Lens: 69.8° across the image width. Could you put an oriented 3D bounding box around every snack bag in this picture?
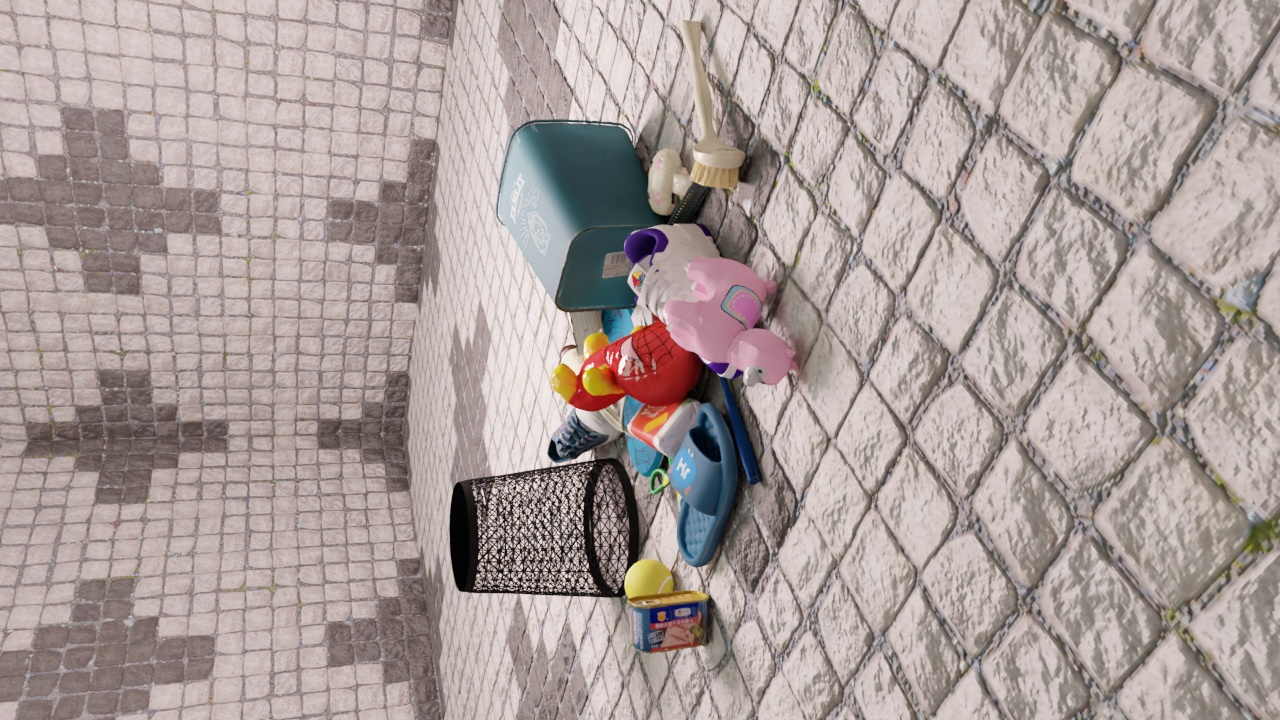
[{"bbox_3d":[0.034,0.078,1.171,0.077,0.036,0.116,-51,22,-8],"label":"snack bag"}]

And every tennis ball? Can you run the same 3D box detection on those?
[{"bbox_3d":[0.011,0.298,1.223,0.065,0.065,0.065,180,90,-68],"label":"tennis ball"}]

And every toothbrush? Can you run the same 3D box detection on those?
[{"bbox_3d":[0.105,0.058,1.061,0.017,0.016,0.189,107,154,-53],"label":"toothbrush"}]

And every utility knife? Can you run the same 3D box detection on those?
[{"bbox_3d":[0.058,-0.188,1.170,0.029,0.020,0.204,49,138,16],"label":"utility knife"}]

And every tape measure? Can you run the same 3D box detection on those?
[{"bbox_3d":[0.009,-0.057,1.259,0.060,0.020,0.062,116,145,-48],"label":"tape measure"}]

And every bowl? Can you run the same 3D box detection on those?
[{"bbox_3d":[-0.087,-0.100,1.440,0.177,0.071,0.177,164,92,-86],"label":"bowl"}]

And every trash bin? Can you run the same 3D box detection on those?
[{"bbox_3d":[-0.156,0.261,1.403,0.217,0.243,0.217,180,90,-68],"label":"trash bin"},{"bbox_3d":[-0.076,-0.199,1.305,0.218,0.198,0.197,63,147,37],"label":"trash bin"}]

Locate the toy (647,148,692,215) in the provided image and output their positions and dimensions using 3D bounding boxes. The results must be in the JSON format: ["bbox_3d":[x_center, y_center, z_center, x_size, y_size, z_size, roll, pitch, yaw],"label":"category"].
[{"bbox_3d":[0.036,-0.233,1.202,0.112,0.050,0.087,-134,47,-66],"label":"toy"}]

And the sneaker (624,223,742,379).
[{"bbox_3d":[0.047,-0.079,1.080,0.244,0.111,0.092,-111,30,-43],"label":"sneaker"}]

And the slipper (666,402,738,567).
[{"bbox_3d":[0.070,0.154,1.092,0.104,0.059,0.214,-131,44,-56],"label":"slipper"}]

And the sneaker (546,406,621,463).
[{"bbox_3d":[-0.093,0.118,1.435,0.087,0.079,0.236,42,158,-1],"label":"sneaker"}]

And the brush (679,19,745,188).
[{"bbox_3d":[0.076,-0.312,1.100,0.078,0.062,0.271,128,142,-50],"label":"brush"}]

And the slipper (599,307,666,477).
[{"bbox_3d":[-0.022,0.022,1.303,0.118,0.060,0.294,-47,49,44],"label":"slipper"}]

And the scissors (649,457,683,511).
[{"bbox_3d":[0.047,0.160,1.195,0.126,0.011,0.131,-43,56,51],"label":"scissors"}]

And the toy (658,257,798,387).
[{"bbox_3d":[0.101,-0.040,0.967,0.123,0.158,0.067,-57,-28,-19],"label":"toy"}]

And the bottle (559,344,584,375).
[{"bbox_3d":[-0.093,0.019,1.503,0.162,0.056,0.056,-134,48,-60],"label":"bottle"}]

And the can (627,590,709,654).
[{"bbox_3d":[0.035,0.318,1.120,0.054,0.099,0.059,175,94,-69],"label":"can"}]

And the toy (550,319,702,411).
[{"bbox_3d":[-0.007,0.007,1.171,0.217,0.147,0.099,-9,124,43],"label":"toy"}]
